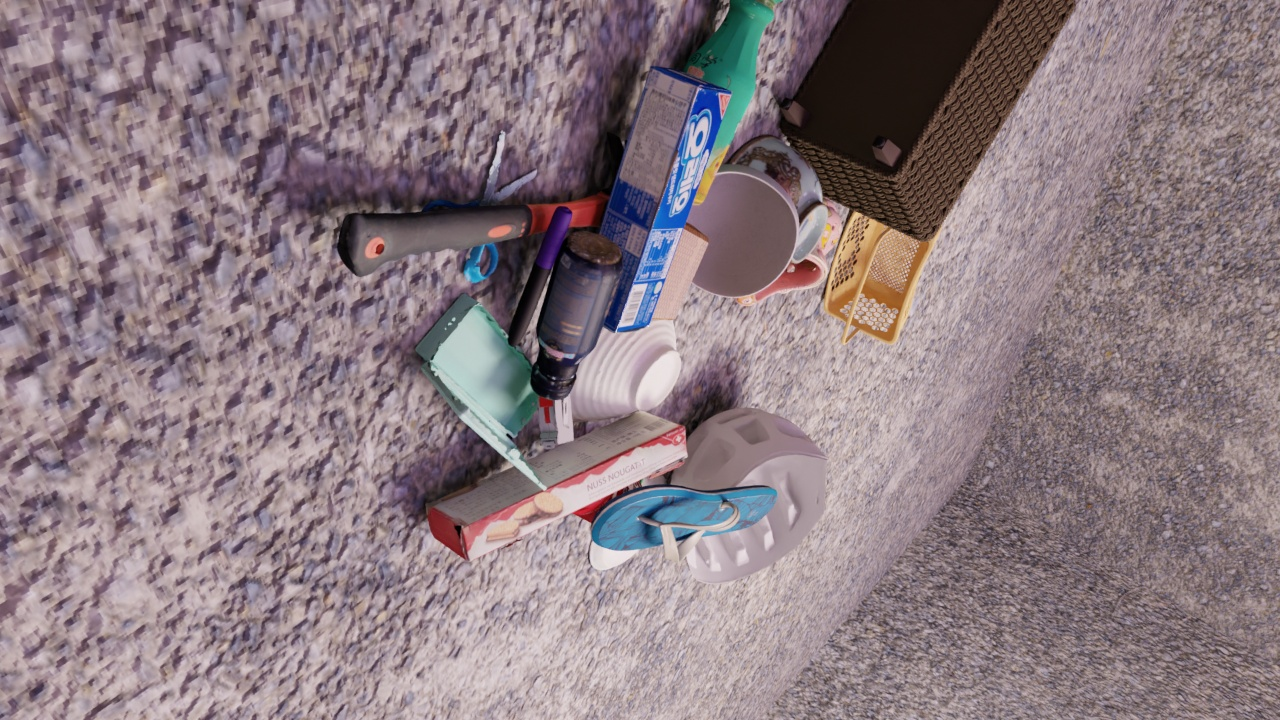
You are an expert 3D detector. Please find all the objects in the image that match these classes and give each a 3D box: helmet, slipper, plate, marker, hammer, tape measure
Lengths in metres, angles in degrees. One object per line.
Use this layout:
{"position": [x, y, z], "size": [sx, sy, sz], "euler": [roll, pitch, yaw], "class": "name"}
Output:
{"position": [0.150, 0.197, 1.285], "size": [0.224, 0.183, 0.283], "euler": [-19, 122, -10], "class": "helmet"}
{"position": [0.062, 0.198, 1.090], "size": [0.294, 0.060, 0.118], "euler": [3, 138, -41], "class": "slipper"}
{"position": [-0.012, 0.224, 1.259], "size": [0.156, 0.014, 0.157], "euler": [-38, 146, -31], "class": "plate"}
{"position": [-0.084, -0.067, 0.755], "size": [0.018, 0.015, 0.134], "euler": [-71, -174, -63], "class": "marker"}
{"position": [0.198, -0.130, 1.152], "size": [0.196, 0.081, 0.093], "euler": [-38, 146, -27], "class": "slipper"}
{"position": [-0.101, -0.109, 0.726], "size": [0.332, 0.033, 0.133], "euler": [-23, 138, -54], "class": "hammer"}
{"position": [-0.080, 0.051, 0.874], "size": [0.060, 0.020, 0.062], "euler": [6, 79, -80], "class": "tape measure"}

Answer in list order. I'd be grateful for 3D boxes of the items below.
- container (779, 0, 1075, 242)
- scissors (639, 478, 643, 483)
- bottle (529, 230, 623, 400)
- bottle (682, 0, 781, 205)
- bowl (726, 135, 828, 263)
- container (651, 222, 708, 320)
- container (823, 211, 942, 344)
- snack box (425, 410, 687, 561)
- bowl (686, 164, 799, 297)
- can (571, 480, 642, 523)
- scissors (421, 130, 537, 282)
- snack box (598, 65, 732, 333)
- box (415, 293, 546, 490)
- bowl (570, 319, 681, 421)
{"position": [0.309, -0.333, 1.021], "size": [0.321, 0.176, 0.204], "euler": [-60, 149, 6], "class": "container"}
{"position": [-0.024, 0.190, 1.184], "size": [0.121, 0.012, 0.128], "euler": [-19, 122, -39], "class": "scissors"}
{"position": [-0.060, -0.035, 0.796], "size": [0.056, 0.056, 0.161], "euler": [-26, 147, -44], "class": "bottle"}
{"position": [0.069, -0.249, 0.834], "size": [0.068, 0.068, 0.210], "euler": [-1, 119, -58], "class": "bottle"}
{"position": [0.152, -0.162, 1.030], "size": [0.159, 0.094, 0.160], "euler": [-39, 148, -31], "class": "bowl"}
{"position": [0.016, -0.093, 0.893], "size": [0.061, 0.063, 0.114], "euler": [15, 110, -26], "class": "container"}
{"position": [0.343, -0.126, 1.333], "size": [0.166, 0.129, 0.184], "euler": [-38, 148, -45], "class": "container"}
{"position": [-0.077, 0.122, 0.929], "size": [0.272, 0.077, 0.044], "euler": [-21, 114, -35], "class": "snack box"}
{"position": [0.094, -0.137, 0.944], "size": [0.064, 0.132, 0.132], "euler": [-75, -177, -65], "class": "bowl"}
{"position": [-0.047, 0.152, 1.063], "size": [0.074, 0.074, 0.142], "euler": [-54, 152, -6], "class": "can"}
{"position": [-0.127, -0.118, 0.717], "size": [0.128, 0.014, 0.127], "euler": [-11, 127, -57], "class": "scissors"}
{"position": [0.008, -0.135, 0.799], "size": [0.059, 0.059, 0.227], "euler": [-14, 130, -52], "class": "snack box"}
{"position": [-0.120, 0.032, 0.816], "size": [0.078, 0.109, 0.187], "euler": [-36, 148, -2], "class": "box"}
{"position": [-0.006, 0.006, 0.980], "size": [0.176, 0.071, 0.178], "euler": [-39, 148, -31], "class": "bowl"}
